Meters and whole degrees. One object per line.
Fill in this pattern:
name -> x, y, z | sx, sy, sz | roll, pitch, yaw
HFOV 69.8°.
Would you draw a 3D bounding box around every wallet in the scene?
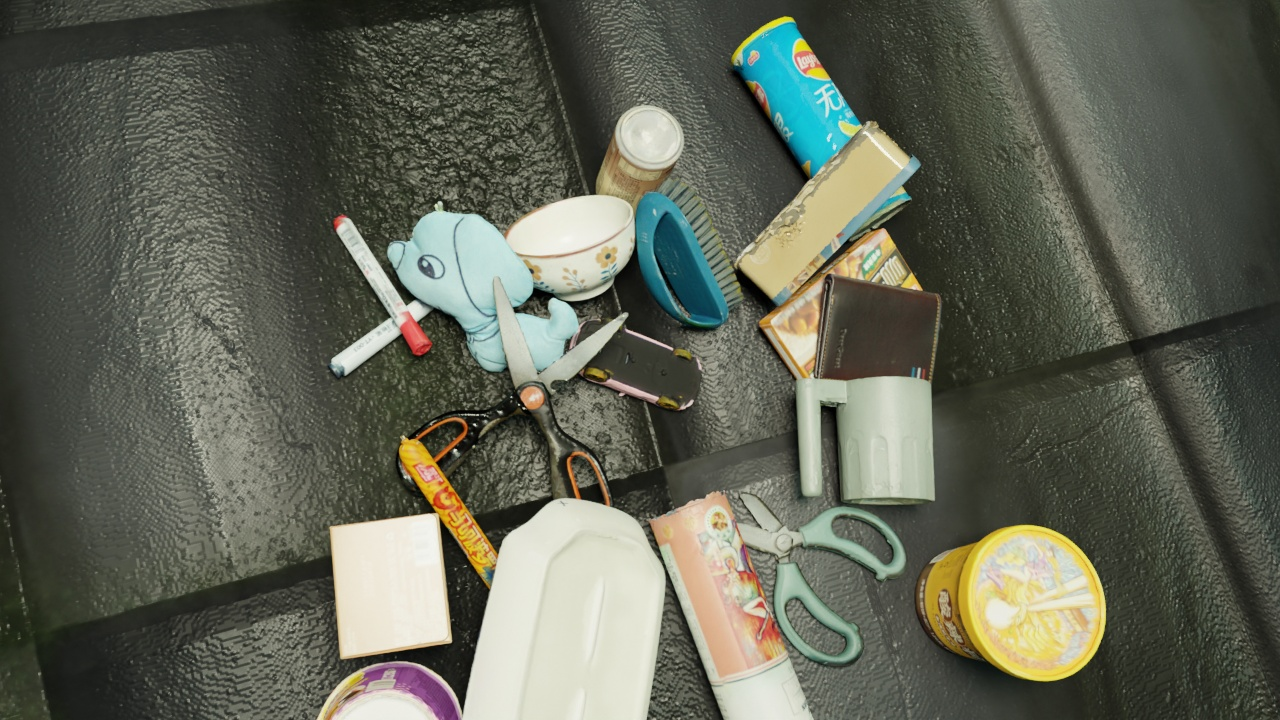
wallet -> 0.216, -0.023, 0.834 | 0.122, 0.020, 0.096 | 7, 88, -21

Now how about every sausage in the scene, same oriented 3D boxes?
sausage -> -0.144, 0.128, 0.728 | 0.021, 0.021, 0.165 | -35, 98, -18

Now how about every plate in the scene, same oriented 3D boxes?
plate -> -0.048, 0.239, 0.696 | 0.162, 0.034, 0.265 | 22, 70, -31

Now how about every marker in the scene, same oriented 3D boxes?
marker -> -0.218, -0.065, 0.770 | 0.017, 0.017, 0.145 | -31, 72, -17
marker -> -0.208, -0.031, 0.776 | 0.130, 0.018, 0.022 | -39, 77, -19

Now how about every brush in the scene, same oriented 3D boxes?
brush -> 0.035, -0.082, 0.790 | 0.073, 0.055, 0.144 | -47, 128, -22

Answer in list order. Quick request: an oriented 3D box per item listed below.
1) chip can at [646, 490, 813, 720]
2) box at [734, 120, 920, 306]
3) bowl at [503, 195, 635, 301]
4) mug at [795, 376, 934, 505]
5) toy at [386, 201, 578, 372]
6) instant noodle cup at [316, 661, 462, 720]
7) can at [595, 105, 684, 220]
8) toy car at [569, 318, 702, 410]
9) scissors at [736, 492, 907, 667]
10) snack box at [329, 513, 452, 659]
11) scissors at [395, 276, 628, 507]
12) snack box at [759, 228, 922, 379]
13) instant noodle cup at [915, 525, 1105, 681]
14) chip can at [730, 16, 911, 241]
chip can -> 0.075, 0.217, 0.741 | 0.071, 0.071, 0.214 | -19, 79, -16
box -> 0.165, -0.133, 0.800 | 0.062, 0.089, 0.185 | 45, 113, -1
bowl -> -0.056, -0.091, 0.790 | 0.113, 0.113, 0.062 | -26, 125, -17
mug -> 0.194, 0.071, 0.797 | 0.124, 0.084, 0.103 | 3, 77, -13
toy -> -0.130, -0.058, 0.750 | 0.161, 0.156, 0.049 | 5, 30, 15
instant noodle cup -> -0.182, 0.277, 0.658 | 0.111, 0.099, 0.111 | 3, 77, -11
can -> -0.003, -0.170, 0.802 | 0.058, 0.116, 0.058 | 3, 75, -12
toy car -> -0.005, 0.005, 0.800 | 0.122, 0.037, 0.056 | 22, 75, -18
scissors -> 0.144, 0.190, 0.790 | 0.176, 0.019, 0.171 | 15, 74, -9
snack box -> -0.185, 0.169, 0.687 | 0.077, 0.094, 0.092 | -6, 77, -13
scissors -> -0.090, 0.049, 0.738 | 0.234, 0.021, 0.221 | -33, 102, 4
snack box -> 0.187, -0.049, 0.848 | 0.153, 0.026, 0.075 | -39, 101, -18
instant noodle cup -> 0.299, 0.201, 0.767 | 0.118, 0.115, 0.118 | 3, 76, -11
chip can -> 0.171, -0.220, 0.874 | 0.071, 0.071, 0.210 | -29, 83, -17
